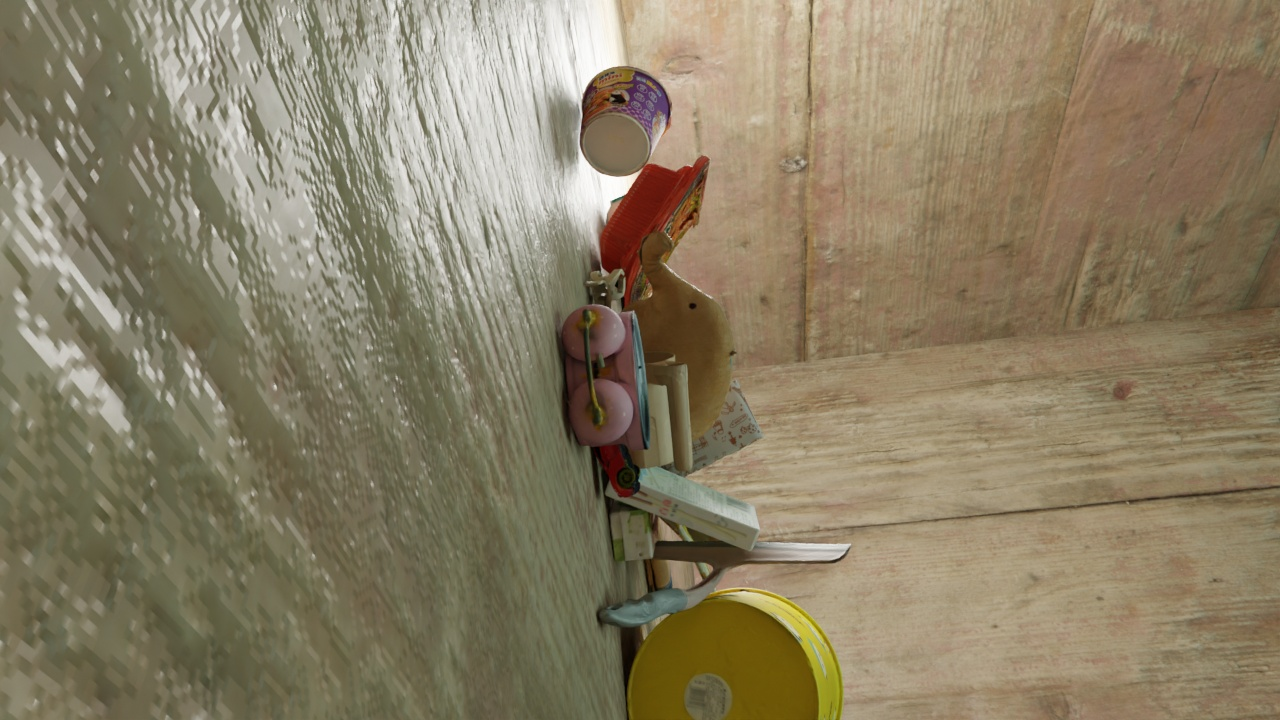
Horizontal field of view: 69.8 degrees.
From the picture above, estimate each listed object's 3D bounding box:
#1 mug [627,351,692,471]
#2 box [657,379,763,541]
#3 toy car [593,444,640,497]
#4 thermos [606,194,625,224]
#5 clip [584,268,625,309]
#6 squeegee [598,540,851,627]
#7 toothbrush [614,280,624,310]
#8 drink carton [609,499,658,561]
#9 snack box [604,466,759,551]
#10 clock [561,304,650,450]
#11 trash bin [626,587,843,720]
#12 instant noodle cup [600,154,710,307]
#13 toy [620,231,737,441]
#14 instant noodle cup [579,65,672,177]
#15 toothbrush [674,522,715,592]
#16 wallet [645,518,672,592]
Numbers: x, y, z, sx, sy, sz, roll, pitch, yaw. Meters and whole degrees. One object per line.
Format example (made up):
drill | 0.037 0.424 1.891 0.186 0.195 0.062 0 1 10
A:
mug | 0.009 0.050 0.899 0.125 0.084 0.103 8 -74 55
box | 0.077 0.147 1.114 0.192 0.156 0.183 62 -10 3
toy car | -0.028 0.076 0.853 0.049 0.031 0.106 19 52 -84
thermos | -0.007 -0.170 1.356 0.224 0.073 0.073 69 14 -74
clip | -0.040 -0.076 0.980 0.097 0.034 0.061 -70 155 -63
squeegee | 0.036 0.213 0.852 0.249 0.248 0.040 -6 90 -57
toothbrush | -0.016 -0.039 1.327 0.027 0.026 0.213 39 -28 41
drink carton | -0.003 0.167 0.964 0.122 0.045 0.053 -60 144 -83
snack box | 0.043 0.142 0.931 0.084 0.157 0.027 -68 179 -81
clock | -0.028 0.016 0.753 0.158 0.060 0.117 70 14 -78
trash bin | 0.100 0.353 0.973 0.255 0.230 0.229 55 28 -70
instant noodle cup | 0.013 -0.159 1.110 0.188 0.079 0.165 -58 174 -14
toy | 0.037 -0.021 0.970 0.082 0.143 0.226 -31 132 -65
instant noodle cup | -0.023 -0.275 1.076 0.099 0.112 0.112 -78 163 -50
toothbrush | 0.043 0.171 1.011 0.191 0.018 0.016 64 7 -6
wallet | 0.021 0.264 1.281 0.090 0.033 0.115 -95 176 -68
